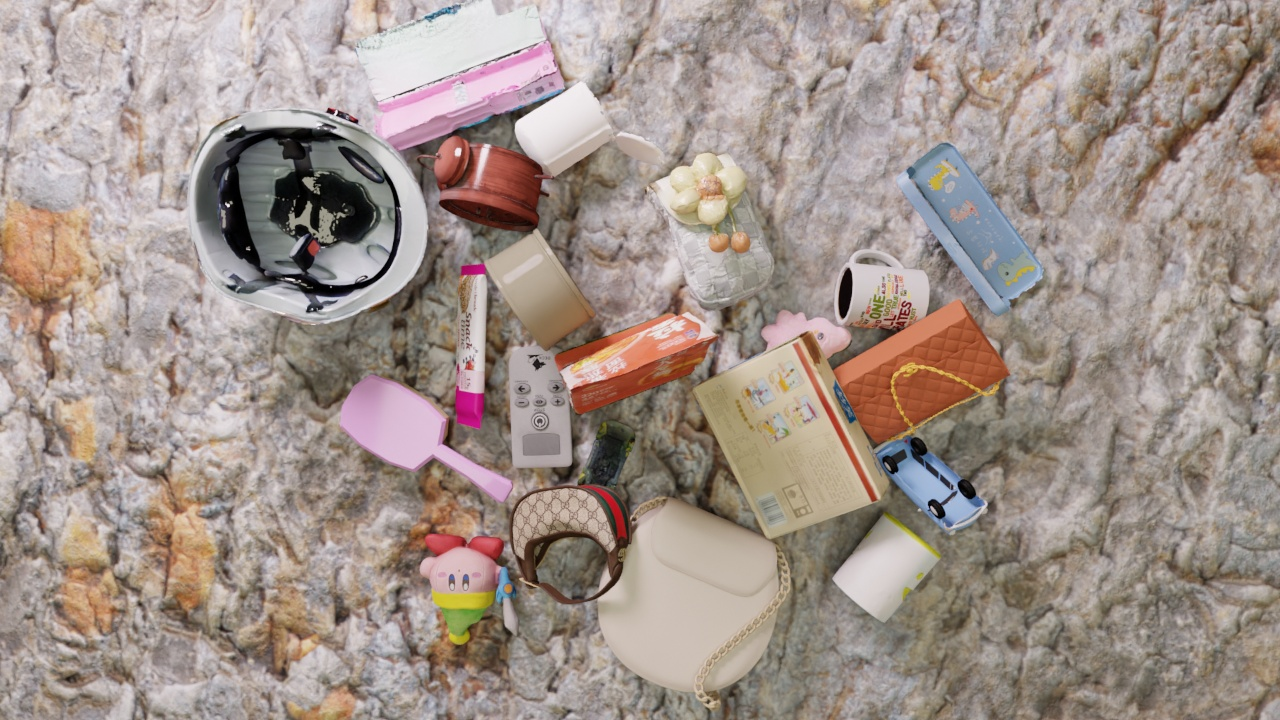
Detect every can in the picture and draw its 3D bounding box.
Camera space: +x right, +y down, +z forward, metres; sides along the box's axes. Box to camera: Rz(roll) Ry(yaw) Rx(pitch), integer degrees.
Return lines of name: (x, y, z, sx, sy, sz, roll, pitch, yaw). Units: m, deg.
can: (-0.116, -0.083, 1.075, 0.073, 0.128, 0.128, -34, 92, 0)

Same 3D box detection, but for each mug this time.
mug: (0.296, 0.249, 1.107, 0.082, 0.082, 0.106, 38, 94, -1)
mug: (0.285, -0.088, 1.098, 0.089, 0.074, 0.105, 5, 59, -5)

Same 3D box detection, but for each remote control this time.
remote control: (-0.124, 0.057, 1.135, 0.074, 0.019, 0.151, -2, 93, 1)

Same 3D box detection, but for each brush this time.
brush: (-0.256, 0.102, 1.127, 0.228, 0.043, 0.089, 32, 93, -1)

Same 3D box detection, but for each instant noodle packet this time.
instant noodle packet: (-0.006, 0.006, 1.024, 0.164, 0.221, 0.084, -20, 93, -6)

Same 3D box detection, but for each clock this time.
clock: (-0.185, -0.207, 1.075, 0.157, 0.120, 0.072, 14, 85, -8)

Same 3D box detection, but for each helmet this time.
helmet: (-0.364, -0.171, 1.056, 0.264, 0.163, 0.237, 4, 107, -1)

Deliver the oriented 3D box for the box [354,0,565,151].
box: (-0.217, -0.344, 1.103, 0.230, 0.066, 0.158, -19, 72, 2)

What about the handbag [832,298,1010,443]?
handbag: (0.327, 0.024, 1.072, 0.172, 0.060, 0.109, -33, 113, 24)

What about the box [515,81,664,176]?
box: (-0.060, -0.255, 1.085, 0.136, 0.083, 0.143, -34, 74, 1)

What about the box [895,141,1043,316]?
box: (0.391, -0.155, 1.106, 0.120, 0.049, 0.209, -37, 92, -32)

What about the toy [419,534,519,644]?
toy: (-0.208, 0.282, 1.128, 0.124, 0.097, 0.131, 3, 74, -5)

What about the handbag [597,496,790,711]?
handbag: (0.057, 0.286, 1.103, 0.210, 0.103, 0.208, 23, 89, -2)

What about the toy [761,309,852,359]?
toy: (0.194, -0.019, 1.111, 0.093, 0.050, 0.102, 44, 92, -3)

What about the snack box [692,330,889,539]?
snack box: (0.175, 0.088, 1.081, 0.154, 0.055, 0.207, -27, 90, 30)

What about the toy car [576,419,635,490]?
toy car: (-0.042, 0.124, 1.130, 0.048, 0.033, 0.105, 23, 97, 2)

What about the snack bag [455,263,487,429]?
snack bag: (-0.207, -0.018, 1.113, 0.016, 0.070, 0.196, 0, 94, -36)

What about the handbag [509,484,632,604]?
handbag: (-0.088, 0.219, 1.091, 0.167, 0.063, 0.138, -12, 77, 31)

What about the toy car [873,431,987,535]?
toy car: (0.339, 0.146, 1.080, 0.056, 0.153, 0.055, -31, 131, -7)

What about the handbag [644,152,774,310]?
handbag: (0.089, -0.150, 1.070, 0.112, 0.123, 0.171, -22, 87, -4)
